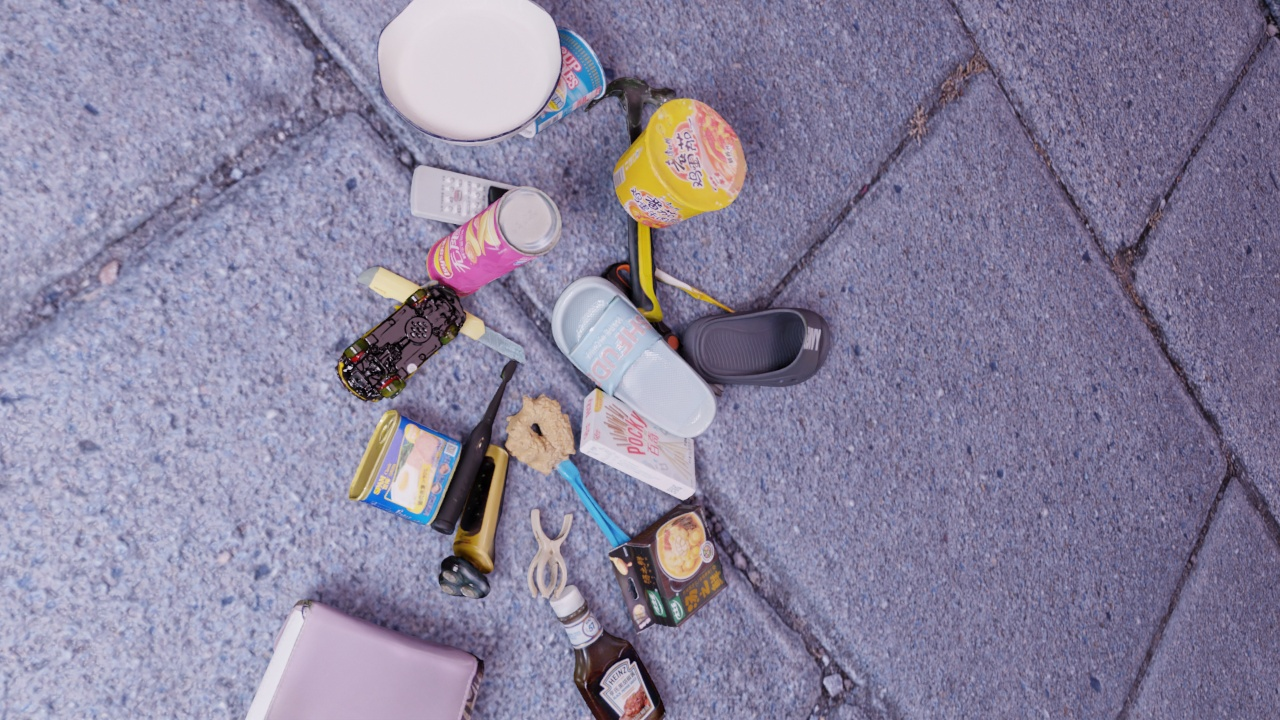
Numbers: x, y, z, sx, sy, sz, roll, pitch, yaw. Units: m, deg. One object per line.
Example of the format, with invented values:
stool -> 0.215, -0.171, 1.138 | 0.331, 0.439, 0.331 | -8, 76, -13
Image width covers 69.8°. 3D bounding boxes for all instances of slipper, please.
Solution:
slipper -> -0.006, 0.006, 1.091 | 0.245, 0.074, 0.104 | 42, 99, -12
slipper -> 0.177, -0.017, 1.216 | 0.267, 0.083, 0.110 | -4, 90, -39

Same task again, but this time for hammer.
hammer -> -0.006, -0.207, 1.161 | 0.126, 0.032, 0.323 | 4, 76, -29

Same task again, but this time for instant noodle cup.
instant noodle cup -> 0.040, -0.228, 1.108 | 0.138, 0.110, 0.138 | 8, 74, -28
instant noodle cup -> -0.113, -0.325, 1.095 | 0.109, 0.099, 0.099 | -45, 106, -20

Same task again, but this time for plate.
plate -> -0.189, -0.328, 1.027 | 0.205, 0.046, 0.204 | 0, 75, -1

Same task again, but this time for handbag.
handbag -> -0.268, 0.333, 0.901 | 0.197, 0.099, 0.144 | 28, 72, -24

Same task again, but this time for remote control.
remote control -> -0.191, -0.184, 1.065 | 0.149, 0.021, 0.058 | 7, 80, -29

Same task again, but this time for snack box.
snack box -> -0.001, 0.103, 1.115 | 0.156, 0.027, 0.084 | 29, 38, -25
snack box -> 0.036, 0.253, 1.113 | 0.125, 0.053, 0.113 | -29, 105, -42

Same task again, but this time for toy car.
toy car -> -0.255, -0.020, 0.991 | 0.155, 0.041, 0.071 | -46, 107, -22

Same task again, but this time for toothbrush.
toothbrush -> 0.069, -0.086, 1.212 | 0.191, 0.016, 0.018 | 25, 79, -26
toothbrush -> -0.180, 0.091, 1.017 | 0.026, 0.027, 0.212 | 32, 60, -24

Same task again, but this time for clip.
clip -> -0.106, 0.222, 1.053 | 0.071, 0.035, 0.100 | 15, 71, -28

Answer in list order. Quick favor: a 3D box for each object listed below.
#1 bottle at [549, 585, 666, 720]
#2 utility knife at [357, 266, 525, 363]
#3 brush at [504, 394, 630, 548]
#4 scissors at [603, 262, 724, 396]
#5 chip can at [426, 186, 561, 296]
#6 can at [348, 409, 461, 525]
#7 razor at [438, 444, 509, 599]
bottle -> -0.044, 0.351, 1.066 | 0.079, 0.044, 0.195 | -34, 100, -31
utility knife -> -0.216, -0.051, 1.032 | 0.210, 0.022, 0.031 | 28, 73, -18
brush -> -0.073, 0.148, 1.084 | 0.083, 0.046, 0.255 | -46, 111, -32
scissors -> 0.020, -0.019, 1.164 | 0.141, 0.022, 0.235 | -35, 98, -37
chip can -> -0.159, -0.120, 0.964 | 0.071, 0.211, 0.071 | 4, 81, -30
can -> -0.247, 0.115, 0.970 | 0.083, 0.057, 0.102 | 29, 69, -27
razor -> -0.178, 0.174, 1.005 | 0.067, 0.062, 0.167 | 46, 51, -57
